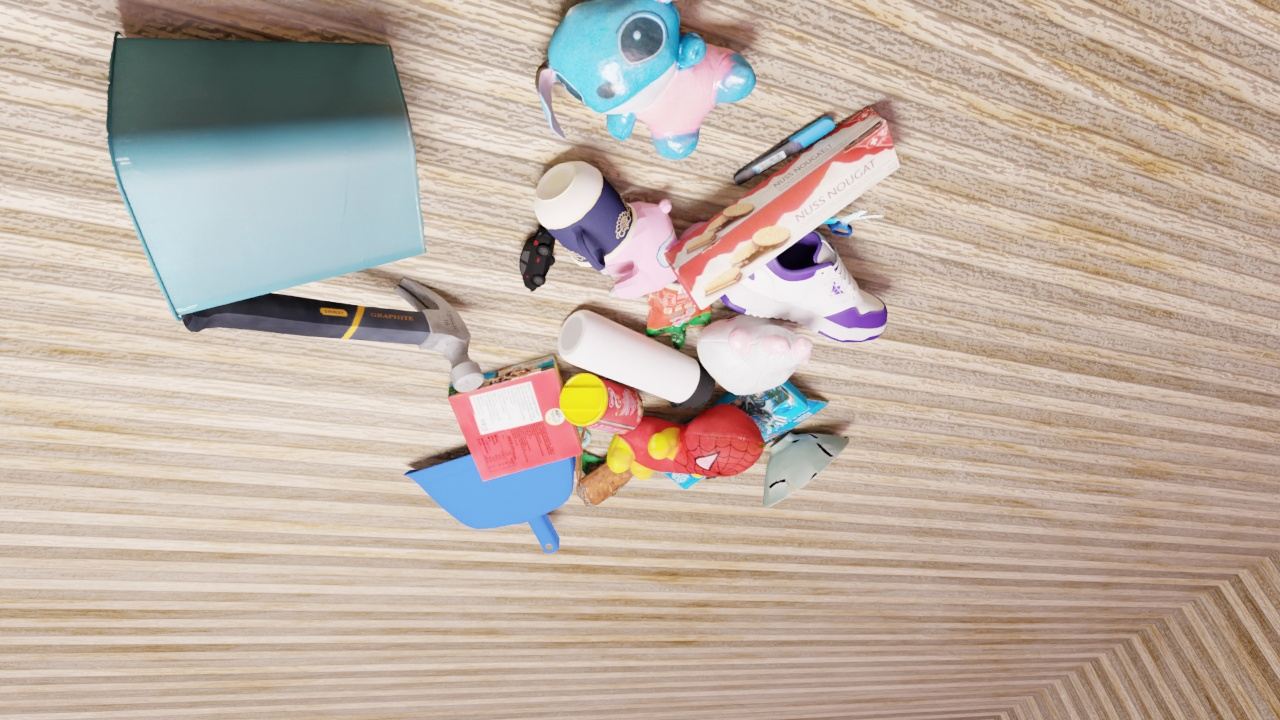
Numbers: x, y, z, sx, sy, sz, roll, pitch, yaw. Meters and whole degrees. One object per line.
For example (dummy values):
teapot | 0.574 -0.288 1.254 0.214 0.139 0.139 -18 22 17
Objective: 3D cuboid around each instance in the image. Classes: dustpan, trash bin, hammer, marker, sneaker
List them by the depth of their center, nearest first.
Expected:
trash bin | -0.311 -0.169 0.795 0.218 0.196 0.200 -10 142 -15
hammer | -0.308 -0.036 0.941 0.311 0.139 0.035 4 141 -49
marker | 0.155 -0.228 0.998 0.123 0.015 0.018 -29 134 22
sneaker | 0.216 -0.101 1.118 0.244 0.091 0.111 11 129 -25
dustpan | -0.179 0.209 1.360 0.246 0.059 0.258 -18 123 7

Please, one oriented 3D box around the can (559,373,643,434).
can | -0.049 0.059 1.207 0.067 0.066 0.124 -29 159 17

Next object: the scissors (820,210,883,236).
scissors | 0.241 -0.159 1.048 0.083 0.016 0.135 12 175 -29

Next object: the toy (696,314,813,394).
toy | 0.148 -0.011 1.149 0.138 0.101 0.180 11 169 -20

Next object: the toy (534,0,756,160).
toy | 0.016 -0.270 0.836 0.191 0.098 0.225 17 146 -40

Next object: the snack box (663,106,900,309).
snack box | 0.155 -0.163 0.999 0.273 0.044 0.076 -35 135 2

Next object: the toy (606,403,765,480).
toy | 0.068 0.117 1.280 0.217 0.098 0.147 -9 170 22

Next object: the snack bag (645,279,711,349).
snack bag | 0.048 -0.062 1.149 0.087 0.044 0.155 -14 146 -6

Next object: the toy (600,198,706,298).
toy | 0.027 -0.130 1.035 0.157 0.067 0.123 -20 140 0

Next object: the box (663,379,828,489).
box | 0.152 0.118 1.379 0.244 0.060 0.175 -38 136 27

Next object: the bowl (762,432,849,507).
bowl | 0.236 0.150 1.431 0.174 0.068 0.174 -39 180 -1

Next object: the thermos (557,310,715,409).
thermos | -0.007 0.007 1.192 0.229 0.068 0.101 23 154 -35

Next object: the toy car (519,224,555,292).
toy car | -0.114 -0.121 1.023 0.036 0.042 0.092 18 136 0

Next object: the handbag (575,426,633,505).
handbag | -0.054 0.143 1.327 0.093 0.043 0.196 -33 148 -18

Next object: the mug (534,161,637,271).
mug | -0.062 -0.148 0.950 0.086 0.111 0.089 -25 138 20

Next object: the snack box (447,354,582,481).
snack box | -0.163 0.078 1.212 0.145 0.040 0.143 -15 121 0

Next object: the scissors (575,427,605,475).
scissors | -0.086 0.134 1.362 0.131 0.012 0.108 20 130 -34
